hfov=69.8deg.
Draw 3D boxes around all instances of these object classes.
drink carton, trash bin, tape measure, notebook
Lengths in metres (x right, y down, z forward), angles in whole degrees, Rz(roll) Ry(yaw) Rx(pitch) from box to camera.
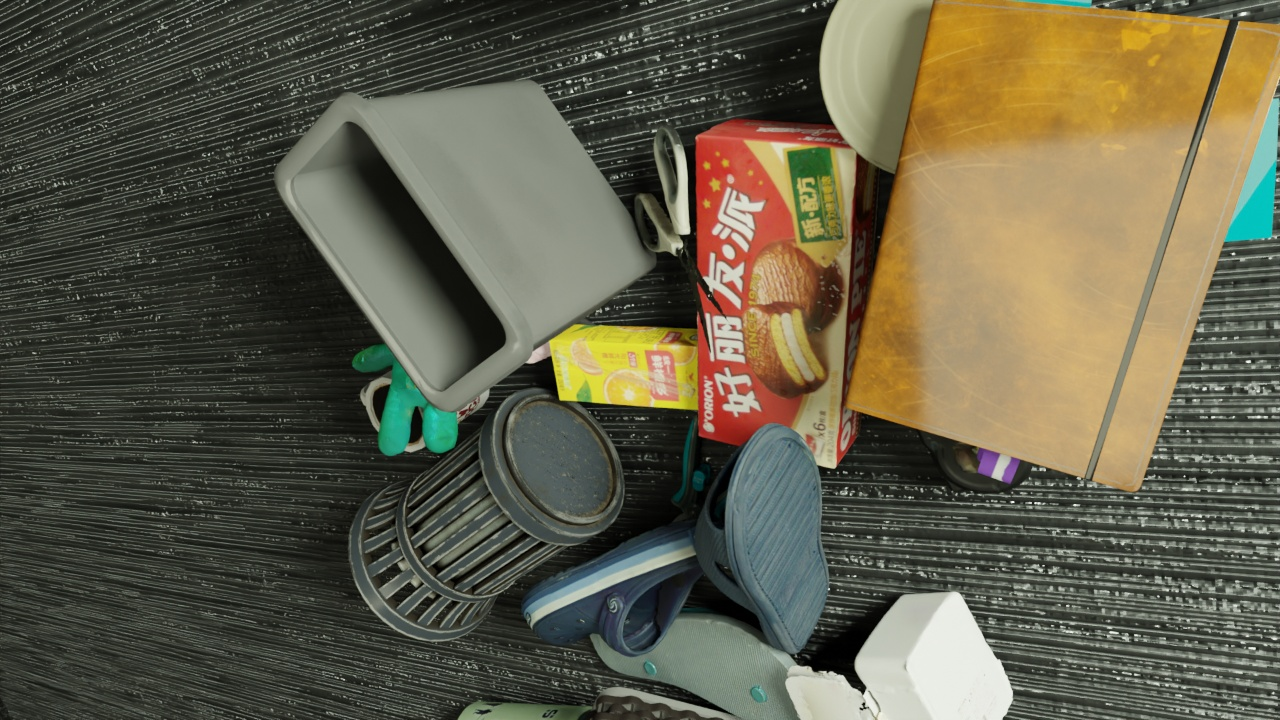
[{"bbox_3d":[-0.004,0.004,0.751,0.135,0.042,0.058,3,115,24],"label":"drink carton"},{"bbox_3d":[-0.107,-0.096,0.652,0.098,0.219,0.192,-33,93,30],"label":"trash bin"},{"bbox_3d":[-0.136,0.137,0.837,0.228,0.163,0.164,-38,91,35],"label":"trash bin"},{"bbox_3d":[0.236,0.057,0.636,0.072,0.042,0.071,-25,96,35],"label":"tape measure"},{"bbox_3d":[0.218,-0.067,0.478,0.179,0.014,0.249,17,110,25],"label":"notebook"}]

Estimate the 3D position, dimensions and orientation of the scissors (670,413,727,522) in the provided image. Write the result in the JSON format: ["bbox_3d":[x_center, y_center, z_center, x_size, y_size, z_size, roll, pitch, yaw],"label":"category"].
[{"bbox_3d":[0.060,0.109,0.786,0.125,0.019,0.156,-5,112,35],"label":"scissors"}]

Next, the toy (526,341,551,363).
[{"bbox_3d":[-0.108,-0.047,0.776,0.064,0.047,0.110,-20,100,32],"label":"toy"}]

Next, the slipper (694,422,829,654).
[{"bbox_3d":[0.084,0.139,0.696,0.083,0.101,0.264,18,148,31],"label":"slipper"}]

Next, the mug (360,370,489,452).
[{"bbox_3d":[-0.212,0.030,0.870,0.105,0.089,0.073,9,118,28],"label":"mug"}]

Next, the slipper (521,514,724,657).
[{"bbox_3d":[-0.014,0.213,0.808,0.254,0.104,0.095,-39,69,41],"label":"slipper"}]

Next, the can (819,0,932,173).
[{"bbox_3d":[0.177,-0.177,0.533,0.128,0.073,0.128,14,120,26],"label":"can"}]

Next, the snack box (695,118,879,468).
[{"bbox_3d":[0.102,-0.047,0.654,0.113,0.060,0.237,13,119,28],"label":"snack box"}]

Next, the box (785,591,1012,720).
[{"bbox_3d":[0.190,0.260,0.720,0.137,0.128,0.108,-23,101,52],"label":"box"}]

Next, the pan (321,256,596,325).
[{"bbox_3d":[-0.155,-0.088,0.820,0.356,0.021,0.199,28,125,13],"label":"pan"}]

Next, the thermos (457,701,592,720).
[{"bbox_3d":[-0.098,0.420,1.004,0.232,0.082,0.082,-13,106,35],"label":"thermos"}]

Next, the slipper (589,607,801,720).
[{"bbox_3d":[0.055,0.265,0.856,0.269,0.054,0.098,0,111,44],"label":"slipper"}]

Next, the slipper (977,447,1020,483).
[{"bbox_3d":[0.221,-0.066,0.543,0.084,0.107,0.267,20,116,21],"label":"slipper"}]

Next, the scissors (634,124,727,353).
[{"bbox_3d":[0.026,-0.088,0.655,0.162,0.012,0.158,-161,63,-68],"label":"scissors"}]

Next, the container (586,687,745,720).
[{"bbox_3d":[0.029,0.473,0.800,0.245,0.243,0.248,16,124,-5],"label":"container"}]

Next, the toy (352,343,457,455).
[{"bbox_3d":[-0.188,-0.016,0.787,0.131,0.072,0.193,-2,76,2],"label":"toy"}]
